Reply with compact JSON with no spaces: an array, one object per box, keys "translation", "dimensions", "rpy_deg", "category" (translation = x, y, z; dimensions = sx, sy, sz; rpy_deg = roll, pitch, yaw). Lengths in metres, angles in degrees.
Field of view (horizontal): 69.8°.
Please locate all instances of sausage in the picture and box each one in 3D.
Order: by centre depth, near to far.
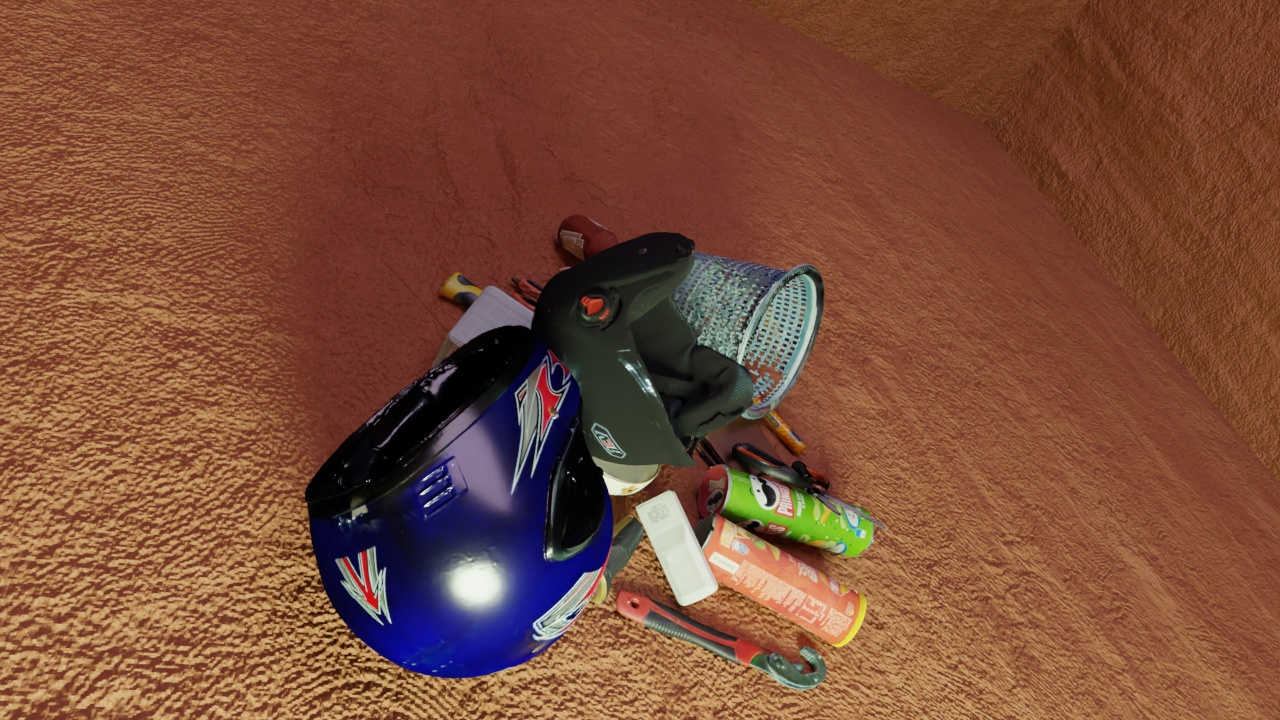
[{"translation":[0.189,0.079,1.366],"dimensions":[0.165,0.022,0.021],"rpy_deg":[49,37,17],"category":"sausage"}]

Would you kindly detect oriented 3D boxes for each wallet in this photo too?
[{"translation":[0.135,0.121,1.267],"dimensions":[0.124,0.032,0.101],"rpy_deg":[-13,60,-47],"category":"wallet"}]

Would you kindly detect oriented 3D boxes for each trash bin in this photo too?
[{"translation":[0.121,-0.056,1.304],"dimensions":[0.195,0.227,0.225],"rpy_deg":[25,27,31],"category":"trash bin"}]

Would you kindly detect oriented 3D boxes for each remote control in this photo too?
[{"translation":[0.041,0.213,1.039],"dimensions":[0.125,0.049,0.024],"rpy_deg":[64,13,16],"category":"remote control"}]

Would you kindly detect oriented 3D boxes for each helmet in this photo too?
[{"translation":[-0.140,0.137,0.834],"dimensions":[0.240,0.248,0.314],"rpy_deg":[59,30,-18],"category":"helmet"},{"translation":[-0.012,0.000,1.004],"dimensions":[0.274,0.230,0.233],"rpy_deg":[-86,153,-48],"category":"helmet"}]

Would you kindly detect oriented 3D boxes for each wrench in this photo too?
[{"translation":[0.094,0.312,1.019],"dimensions":[0.273,0.016,0.056],"rpy_deg":[23,37,-17],"category":"wrench"}]

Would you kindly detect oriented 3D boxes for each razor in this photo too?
[{"translation":[-0.044,0.215,0.994],"dimensions":[0.068,0.062,0.167],"rpy_deg":[12,22,22],"category":"razor"}]

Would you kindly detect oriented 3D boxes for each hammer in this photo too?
[{"translation":[-0.119,-0.013,1.207],"dimensions":[0.323,0.032,0.125],"rpy_deg":[35,35,0],"category":"hammer"}]

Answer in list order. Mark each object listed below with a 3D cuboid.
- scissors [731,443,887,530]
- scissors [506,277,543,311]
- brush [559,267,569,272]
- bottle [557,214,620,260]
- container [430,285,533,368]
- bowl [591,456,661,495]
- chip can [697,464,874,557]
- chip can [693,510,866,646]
[{"translation":[0.218,0.157,1.180],"dimensions":[0.221,0.022,0.228],"rpy_deg":[24,6,18],"category":"scissors"},{"translation":[-0.096,-0.054,1.246],"dimensions":[0.226,0.015,0.189],"rpy_deg":[21,18,-35],"category":"scissors"},{"translation":[-0.051,-0.097,1.336],"dimensions":[0.145,0.063,0.073],"rpy_deg":[13,41,-27],"category":"brush"},{"translation":[-0.050,-0.160,1.350],"dimensions":[0.059,0.060,0.206],"rpy_deg":[2,23,-39],"category":"bottle"},{"translation":[-0.186,-0.015,1.103],"dimensions":[0.090,0.090,0.111],"rpy_deg":[34,37,-2],"category":"container"},{"translation":[-0.038,0.118,1.095],"dimensions":[0.113,0.062,0.113],"rpy_deg":[22,36,-17],"category":"bowl"},{"translation":[0.191,0.196,1.187],"dimensions":[0.236,0.072,0.072],"rpy_deg":[19,38,-24],"category":"chip can"},{"translation":[0.159,0.260,1.088],"dimensions":[0.216,0.073,0.073],"rpy_deg":[29,35,-8],"category":"chip can"}]
